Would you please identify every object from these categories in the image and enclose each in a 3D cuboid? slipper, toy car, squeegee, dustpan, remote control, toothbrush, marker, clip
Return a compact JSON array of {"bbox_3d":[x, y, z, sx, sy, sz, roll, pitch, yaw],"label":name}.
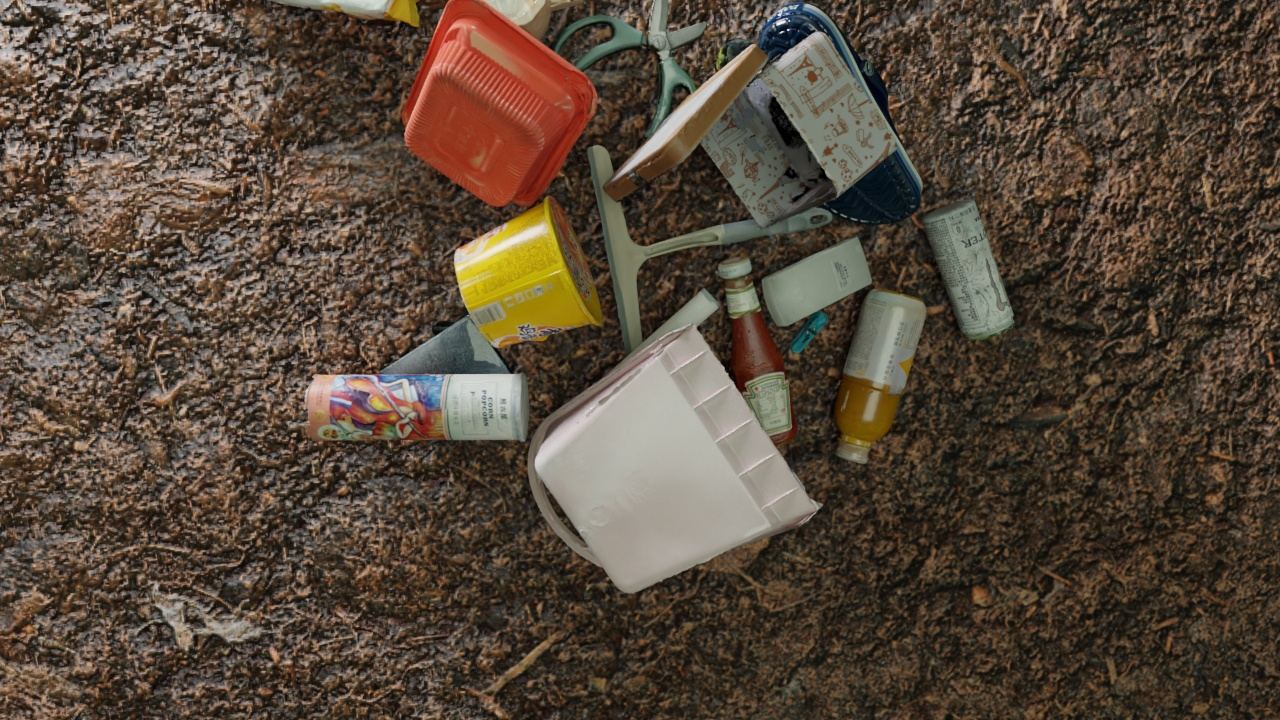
[{"bbox_3d":[0.205,-0.253,0.947,0.253,0.105,0.095,53,49,-24],"label":"slipper"},{"bbox_3d":[0.104,-0.280,0.958,0.048,0.032,0.105,-3,98,-6],"label":"toy car"},{"bbox_3d":[0.082,-0.132,0.976,0.246,0.039,0.247,-13,114,-6],"label":"squeegee"},{"bbox_3d":[0.006,0.110,0.936,0.273,0.138,0.222,-31,95,7],"label":"dustpan"},{"bbox_3d":[0.188,-0.084,0.977,0.134,0.019,0.056,-26,102,-26],"label":"remote control"},{"bbox_3d":[-0.006,0.006,0.977,0.221,0.026,0.026,-42,136,7],"label":"toothbrush"},{"bbox_3d":[-0.160,-0.032,0.978,0.124,0.015,0.018,2,97,-4],"label":"marker"},{"bbox_3d":[0.185,-0.031,1.011,0.015,0.049,0.057,34,103,-12],"label":"clip"}]

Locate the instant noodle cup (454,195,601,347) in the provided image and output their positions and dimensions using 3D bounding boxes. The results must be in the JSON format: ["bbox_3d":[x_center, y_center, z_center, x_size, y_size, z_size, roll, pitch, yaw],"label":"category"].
[{"bbox_3d":[-0.113,-0.081,0.919,0.110,0.138,0.138,-21,100,8],"label":"instant noodle cup"}]

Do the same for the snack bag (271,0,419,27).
[{"bbox_3d":[-0.317,-0.409,0.862,0.246,0.068,0.158,10,95,3],"label":"snack bag"}]

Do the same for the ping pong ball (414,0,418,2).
[{"bbox_3d":[-0.232,-0.372,0.906,0.040,0.040,0.040,-1,98,-6],"label":"ping pong ball"}]

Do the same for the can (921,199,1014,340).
[{"bbox_3d":[0.357,-0.098,0.999,0.058,0.058,0.147,-24,100,-2],"label":"can"}]

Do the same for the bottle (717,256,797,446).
[{"bbox_3d":[0.121,-0.008,0.978,0.060,0.059,0.206,-16,106,-4],"label":"bottle"}]

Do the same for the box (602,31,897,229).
[{"bbox_3d":[0.089,-0.183,0.842,0.193,0.183,0.157,-41,99,-14],"label":"box"}]

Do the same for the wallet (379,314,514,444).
[{"bbox_3d":[-0.201,0.020,0.973,0.121,0.019,0.097,-32,100,6],"label":"wallet"}]

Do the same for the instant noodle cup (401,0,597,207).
[{"bbox_3d":[-0.145,-0.228,0.870,0.164,0.078,0.189,33,139,-9],"label":"instant noodle cup"}]

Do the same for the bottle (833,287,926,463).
[{"bbox_3d":[0.255,0.018,1.001,0.068,0.068,0.189,14,97,-8],"label":"bottle"}]

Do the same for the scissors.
[{"bbox_3d":[-0.015,-0.299,0.951,0.178,0.019,0.170,2,100,-5],"label":"scissors"}]

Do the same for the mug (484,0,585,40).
[{"bbox_3d":[-0.109,-0.355,0.889,0.124,0.103,0.084,-15,99,-3],"label":"mug"}]

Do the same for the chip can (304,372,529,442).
[{"bbox_3d":[-0.224,0.048,0.934,0.215,0.071,0.071,0,98,0],"label":"chip can"}]
